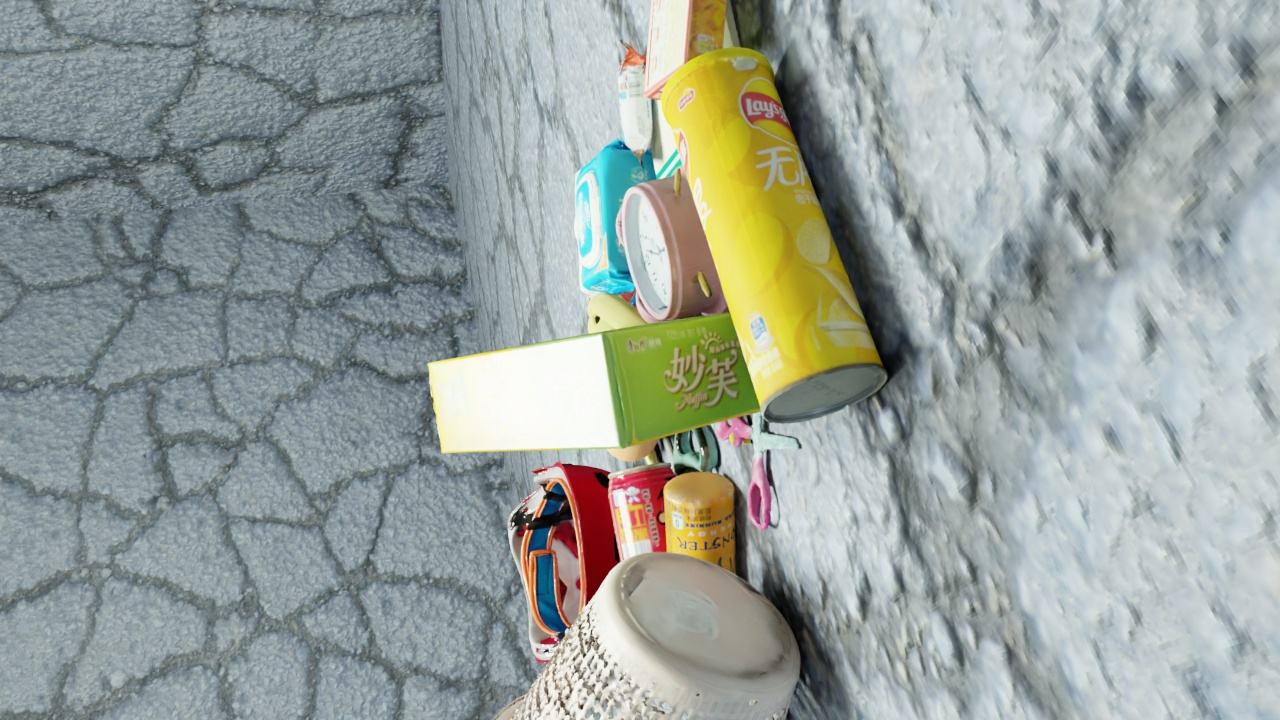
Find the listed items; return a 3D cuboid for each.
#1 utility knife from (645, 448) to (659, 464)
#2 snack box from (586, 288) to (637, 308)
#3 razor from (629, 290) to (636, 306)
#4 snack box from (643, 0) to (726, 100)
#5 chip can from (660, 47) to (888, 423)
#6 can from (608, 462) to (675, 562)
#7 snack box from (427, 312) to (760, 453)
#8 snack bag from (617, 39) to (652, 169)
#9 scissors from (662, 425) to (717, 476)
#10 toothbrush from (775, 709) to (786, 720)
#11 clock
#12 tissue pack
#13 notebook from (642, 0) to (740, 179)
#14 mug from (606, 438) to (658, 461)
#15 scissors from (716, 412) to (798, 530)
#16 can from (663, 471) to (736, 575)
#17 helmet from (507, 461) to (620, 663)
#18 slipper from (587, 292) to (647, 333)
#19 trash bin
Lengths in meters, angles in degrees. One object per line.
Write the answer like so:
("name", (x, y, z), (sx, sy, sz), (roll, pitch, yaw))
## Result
("utility knife", (0.011, 0.107, 0.967), (0.031, 0.022, 0.213), (68, 176, -53))
("snack box", (-0.024, -0.059, 0.959), (0.113, 0.044, 0.127), (-159, 62, -74))
("razor", (0.021, -0.054, 0.828), (0.043, 0.022, 0.142), (-66, 18, 8))
("snack box", (0.031, -0.253, 0.587), (0.077, 0.027, 0.156), (-172, 86, -71))
("chip can", (0.071, -0.074, 0.523), (0.072, 0.072, 0.213), (111, 147, -63))
("can", (0.008, 0.144, 0.835), (0.067, 0.066, 0.093), (132, 128, -72))
("snack box", (-0.026, 0.015, 0.635), (0.211, 0.157, 0.070), (-8, 92, 48))
("snack bag", (-0.005, -0.216, 0.774), (0.048, 0.026, 0.104), (-104, 10, -69))
("scissors", (0.050, 0.136, 0.842), (0.170, 0.019, 0.179), (128, 130, -69))
("toothbrush", (0.104, 0.268, 0.710), (0.014, 0.016, 0.189), (104, 155, -47))
("clock", (0.025, -0.083, 0.702), (0.159, 0.059, 0.117), (155, 99, -76))
("tissue pack", (-0.023, -0.125, 0.846), (0.090, 0.063, 0.140), (165, 102, -68))
("notebook", (0.038, -0.200, 0.704), (0.209, 0.012, 0.150), (145, 115, -74))
("mug", (-0.008, 0.052, 0.909), (0.123, 0.078, 0.078), (99, 158, -61))
("scissors", (0.085, 0.065, 0.670), (0.133, 0.017, 0.135), (178, 86, -72))
("can", (0.051, 0.169, 0.770), (0.058, 0.058, 0.146), (-131, 35, -65))
("helmet", (-0.049, 0.216, 1.035), (0.241, 0.143, 0.206), (121, 140, -47))
("slipper", (-0.005, 0.005, 0.785), (0.091, 0.081, 0.190), (44, 177, -33))
("trash bin", (0.012, 0.260, 0.676), (0.192, 0.227, 0.227), (-68, 25, 21))
